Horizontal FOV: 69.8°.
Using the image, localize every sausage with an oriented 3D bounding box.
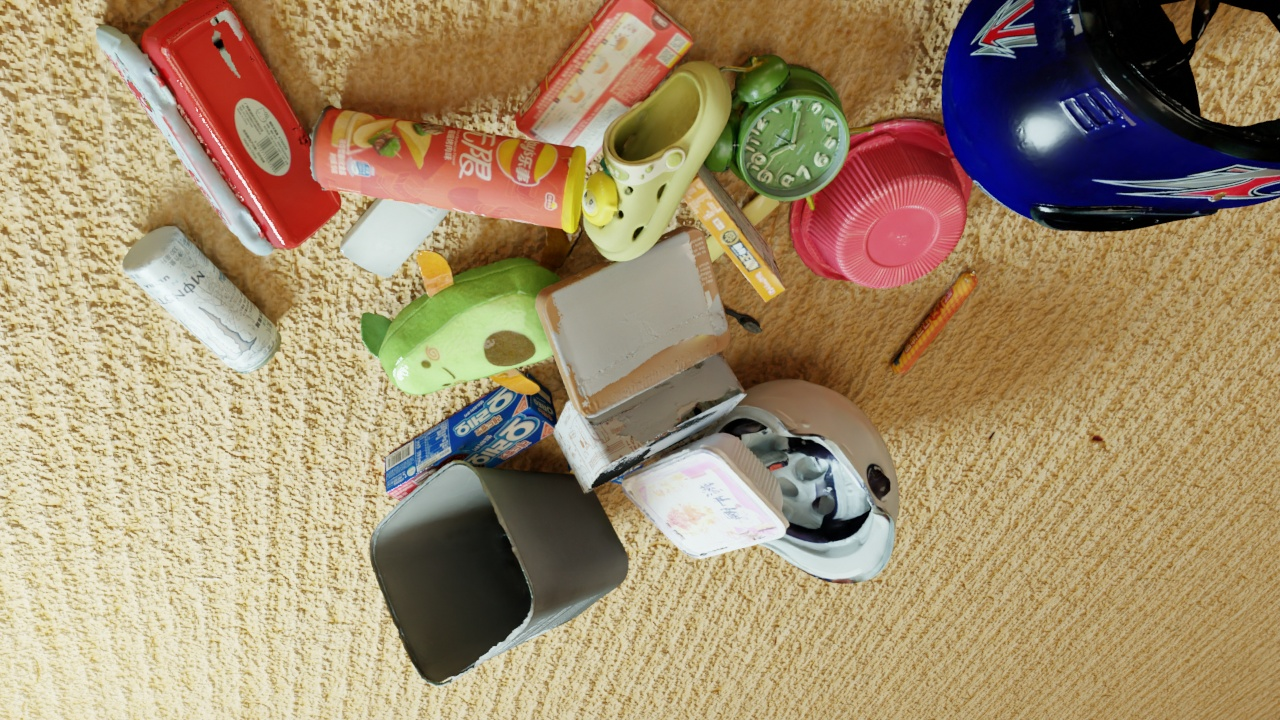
[{"bbox_3d":[0.340,-0.040,1.066,0.021,0.021,0.166,11,129,-24],"label":"sausage"}]

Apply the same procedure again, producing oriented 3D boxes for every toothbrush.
[{"bbox_3d":[0.064,-0.062,0.971,0.189,0.016,0.014,22,125,-37],"label":"toothbrush"}]

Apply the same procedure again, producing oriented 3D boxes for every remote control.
[{"bbox_3d":[-0.216,-0.133,0.840,0.056,0.019,0.135,30,120,-35],"label":"remote control"}]

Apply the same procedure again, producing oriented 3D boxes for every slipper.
[{"bbox_3d":[-0.002,-0.174,0.781,0.081,0.091,0.191,9,129,-42],"label":"slipper"}]

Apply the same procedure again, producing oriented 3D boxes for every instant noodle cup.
[{"bbox_3d":[0.251,-0.140,0.920,0.193,0.065,0.194,-7,135,-8],"label":"instant noodle cup"},{"bbox_3d":[0.076,0.144,1.020,0.138,0.060,0.174,47,139,-12],"label":"instant noodle cup"}]

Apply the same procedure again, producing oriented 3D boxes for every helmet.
[{"bbox_3d":[0.405,-0.223,0.755,0.315,0.247,0.241,6,171,-12],"label":"helmet"},{"bbox_3d":[0.197,0.123,1.075,0.258,0.145,0.230,44,140,-10],"label":"helmet"}]

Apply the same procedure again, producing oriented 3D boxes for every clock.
[{"bbox_3d":[0.118,-0.207,0.822,0.161,0.056,0.116,21,119,-24],"label":"clock"}]

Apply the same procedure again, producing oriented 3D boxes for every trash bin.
[{"bbox_3d":[-0.148,0.230,1.048,0.199,0.198,0.219,-39,157,25],"label":"trash bin"}]

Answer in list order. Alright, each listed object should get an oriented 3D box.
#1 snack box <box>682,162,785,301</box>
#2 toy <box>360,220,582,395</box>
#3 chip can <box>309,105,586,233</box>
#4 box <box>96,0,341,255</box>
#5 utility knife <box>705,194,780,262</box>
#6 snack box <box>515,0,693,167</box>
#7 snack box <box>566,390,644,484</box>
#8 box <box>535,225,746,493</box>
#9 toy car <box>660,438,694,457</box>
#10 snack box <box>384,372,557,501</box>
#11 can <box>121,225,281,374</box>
[{"bbox_3d":[0.082,-0.130,0.865,0.026,0.075,0.153,-33,123,18],"label":"snack box"},{"bbox_3d":[-0.148,-0.037,0.901,0.247,0.090,0.227,-25,132,4],"label":"toy"},{"bbox_3d":[-0.154,-0.159,0.757,0.216,0.073,0.073,11,132,1],"label":"chip can"},{"bbox_3d":[-0.342,-0.185,0.741,0.102,0.095,0.202,15,143,31],"label":"box"},{"bbox_3d":[0.096,-0.130,0.922,0.196,0.020,0.031,-36,136,28],"label":"utility knife"},{"bbox_3d":[-0.033,-0.239,0.782,0.075,0.025,0.153,28,121,-33],"label":"snack box"},{"bbox_3d":[-0.016,0.085,1.092,0.084,0.026,0.157,16,127,-26],"label":"snack box"},{"bbox_3d":[0.003,0.014,0.910,0.178,0.130,0.273,-26,140,-21],"label":"box"},{"bbox_3d":[0.039,0.143,1.142,0.036,0.054,0.121,7,131,-18],"label":"toy car"},{"bbox_3d":[-0.193,0.093,1.035,0.208,0.057,0.058,-31,135,15],"label":"snack box"},{"bbox_3d":[-0.399,-0.053,0.843,0.058,0.058,0.147,-23,134,8],"label":"can"}]
